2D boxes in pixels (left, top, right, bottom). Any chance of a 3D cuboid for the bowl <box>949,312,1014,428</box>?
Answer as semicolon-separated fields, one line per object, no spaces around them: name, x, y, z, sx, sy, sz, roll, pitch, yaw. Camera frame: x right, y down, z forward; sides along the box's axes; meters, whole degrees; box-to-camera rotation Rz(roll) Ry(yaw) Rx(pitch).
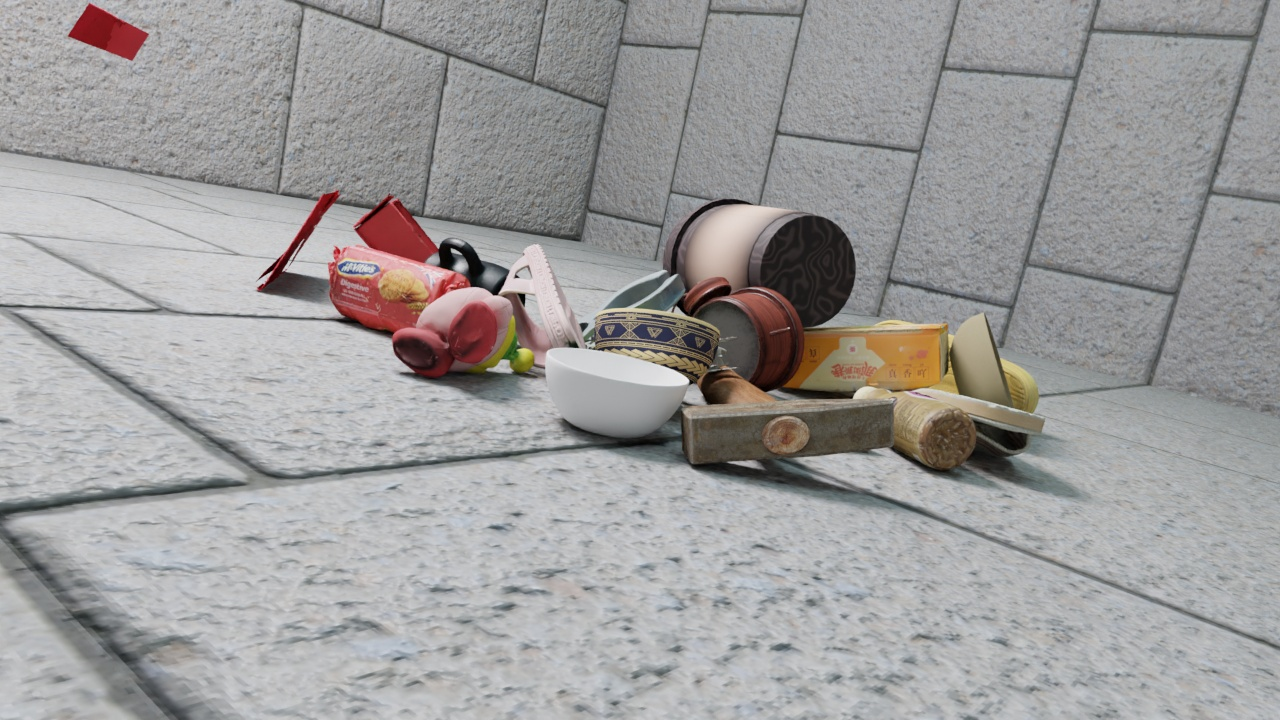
bowl;0.402;0.023;1.085;0.051;0.152;0.152;-17;-2;22

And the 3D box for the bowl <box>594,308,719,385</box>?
bowl;0.011;-0.002;0.819;0.112;0.061;0.112;8;-10;1

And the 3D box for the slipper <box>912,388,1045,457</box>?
slipper;0.336;0.067;0.963;0.115;0.052;0.263;16;-1;0

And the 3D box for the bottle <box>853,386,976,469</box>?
bottle;0.255;0.057;0.889;0.059;0.060;0.166;10;7;-14

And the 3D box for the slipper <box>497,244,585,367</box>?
slipper;-0.099;-0.040;0.907;0.064;0.094;0.239;-26;27;-1

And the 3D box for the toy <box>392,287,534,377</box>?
toy;-0.151;-0.014;0.814;0.124;0.097;0.131;-26;8;17

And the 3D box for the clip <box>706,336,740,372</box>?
clip;0.059;-0.006;0.889;0.102;0.056;0.056;-8;30;37

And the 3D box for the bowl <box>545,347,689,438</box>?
bowl;-0.022;0.029;0.722;0.114;0.050;0.114;12;9;-2

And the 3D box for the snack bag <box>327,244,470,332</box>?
snack bag;-0.247;-0.065;0.934;0.176;0.082;0.082;16;10;24

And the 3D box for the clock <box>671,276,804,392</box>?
clock;0.097;-0.024;1.003;0.158;0.121;0.072;29;25;35

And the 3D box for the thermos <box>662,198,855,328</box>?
thermos;0.146;-0.115;1.135;0.172;0.173;0.226;8;5;-24

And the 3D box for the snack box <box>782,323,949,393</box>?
snack box;0.267;-0.001;1.110;0.195;0.080;0.145;-1;3;22

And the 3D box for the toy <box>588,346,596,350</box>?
toy;-0.006;0.005;0.942;0.094;0.036;0.093;20;5;9

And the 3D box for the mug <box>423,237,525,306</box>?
mug;-0.185;-0.081;0.982;0.094;0.122;0.085;16;49;22

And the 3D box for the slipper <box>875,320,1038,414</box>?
slipper;0.419;0.012;1.249;0.078;0.100;0.264;-9;25;-41

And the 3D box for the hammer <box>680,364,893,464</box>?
hammer;0.098;0.037;0.811;0.158;0.037;0.301;-3;7;-6

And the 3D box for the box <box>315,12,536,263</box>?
box;-0.223;-0.221;1.130;0.198;0.351;0.217;48;-3;-16

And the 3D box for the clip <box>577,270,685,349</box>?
clip;-0.019;-0.044;0.980;0.162;0.028;0.112;-33;23;-13
